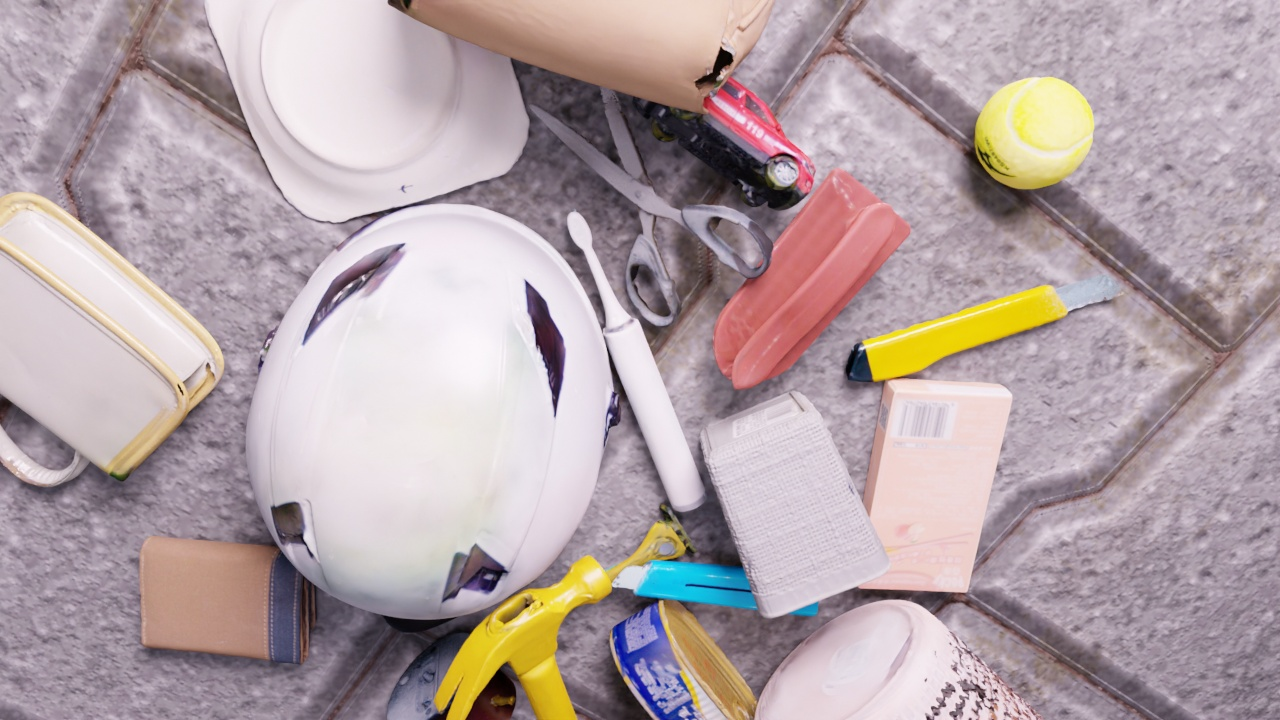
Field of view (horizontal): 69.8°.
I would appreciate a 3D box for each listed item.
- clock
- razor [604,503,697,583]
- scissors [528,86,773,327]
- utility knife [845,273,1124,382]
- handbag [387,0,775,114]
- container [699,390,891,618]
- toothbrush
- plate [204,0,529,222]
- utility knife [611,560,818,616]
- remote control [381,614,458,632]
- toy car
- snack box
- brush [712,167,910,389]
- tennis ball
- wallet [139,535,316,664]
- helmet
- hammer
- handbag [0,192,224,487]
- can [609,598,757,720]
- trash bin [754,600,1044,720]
[{"bbox_3d":[-0.145,0.252,0.664,0.122,0.082,0.055,-36,114,6],"label":"clock"},{"bbox_3d":[-0.025,0.152,0.664,0.133,0.028,0.043,-29,113,9],"label":"razor"},{"bbox_3d":[0.004,-0.096,0.563,0.179,0.014,0.160,21,125,12],"label":"scissors"},{"bbox_3d":[0.229,-0.023,0.617,0.192,0.015,0.033,-17,113,3],"label":"utility knife"},{"bbox_3d":[-0.032,-0.202,0.473,0.204,0.147,0.100,17,140,-7],"label":"handbag"},{"bbox_3d":[0.096,0.090,0.608,0.090,0.090,0.114,-23,98,4],"label":"container"},{"bbox_3d":[-0.004,0.004,0.608,0.027,0.026,0.221,-21,110,3],"label":"toothbrush"},{"bbox_3d":[-0.160,-0.169,0.533,0.164,0.034,0.164,-16,110,4],"label":"plate"},{"bbox_3d":[0.057,0.162,0.659,0.161,0.018,0.034,9,104,-18],"label":"utility knife"},{"bbox_3d":[-0.131,0.158,0.659,0.136,0.024,0.053,-30,109,8],"label":"remote control"},{"bbox_3d":[0.053,-0.136,0.545,0.120,0.053,0.045,37,79,-10],"label":"toy car"},{"bbox_3d":[0.204,0.090,0.651,0.084,0.026,0.157,4,110,-5],"label":"snack box"},{"bbox_3d":[0.099,-0.044,0.573,0.063,0.069,0.146,36,104,-14],"label":"brush"},{"bbox_3d":[0.235,-0.136,0.549,0.065,0.065,0.065,-1,110,-3],"label":"tennis ball"},{"bbox_3d":[-0.292,0.170,0.652,0.115,0.033,0.090,5,107,-4],"label":"wallet"},{"bbox_3d":[-0.128,0.042,0.545,0.229,0.145,0.259,15,104,-6],"label":"helmet"},{"bbox_3d":[-0.055,0.270,0.655,0.128,0.033,0.301,-30,131,-21],"label":"hammer"},{"bbox_3d":[-0.372,0.003,0.579,0.179,0.063,0.163,-38,108,26],"label":"handbag"},{"bbox_3d":[0.038,0.240,0.673,0.049,0.074,0.148,-33,109,12],"label":"can"},{"bbox_3d":[0.192,0.286,0.638,0.228,0.227,0.192,-37,95,10],"label":"trash bin"}]
